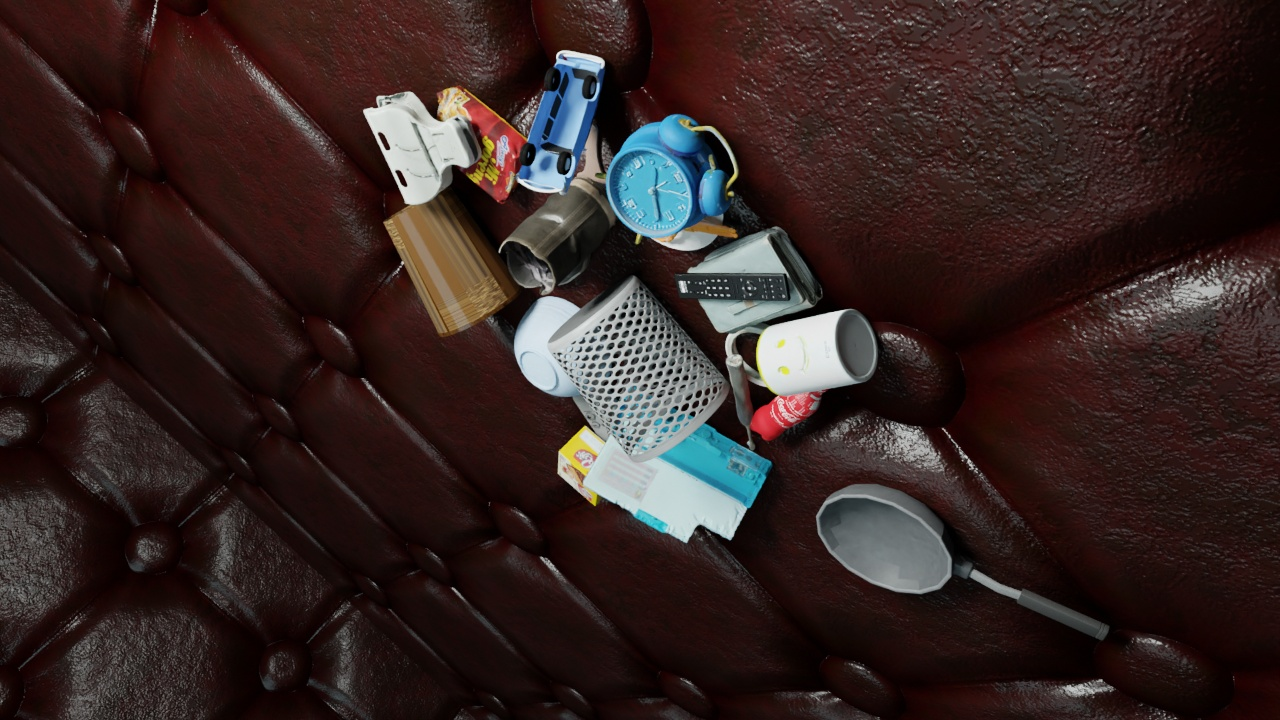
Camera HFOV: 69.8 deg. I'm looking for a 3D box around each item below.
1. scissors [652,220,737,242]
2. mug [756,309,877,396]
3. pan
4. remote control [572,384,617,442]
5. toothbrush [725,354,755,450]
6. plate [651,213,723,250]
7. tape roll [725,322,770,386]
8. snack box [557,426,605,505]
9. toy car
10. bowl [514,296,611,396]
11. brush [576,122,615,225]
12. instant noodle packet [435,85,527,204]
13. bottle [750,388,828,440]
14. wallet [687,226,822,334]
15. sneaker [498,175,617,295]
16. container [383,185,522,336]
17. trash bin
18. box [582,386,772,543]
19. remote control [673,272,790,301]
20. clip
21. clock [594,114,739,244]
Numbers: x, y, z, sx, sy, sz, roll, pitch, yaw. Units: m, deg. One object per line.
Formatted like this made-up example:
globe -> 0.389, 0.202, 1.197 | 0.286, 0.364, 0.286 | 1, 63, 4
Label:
scissors -> 0.052, -0.154, 1.015 | 0.129, 0.013, 0.065 | 14, 137, 32
mug -> 0.193, -0.007, 1.006 | 0.106, 0.082, 0.082 | -13, 119, 47
pan -> 0.392, 0.253, 1.139 | 0.357, 0.041, 0.179 | 22, 140, 23
remote control -> -0.045, 0.096, 1.376 | 0.074, 0.019, 0.151 | -7, 123, 45
toothbrush -> 0.133, 0.060, 1.168 | 0.024, 0.022, 0.186 | 52, 167, 42
plate -> 0.034, -0.182, 1.021 | 0.135, 0.011, 0.135 | 24, 141, 21
tape roll -> 0.146, -0.007, 1.106 | 0.093, 0.013, 0.093 | 24, 140, 21
snack box -> -0.078, 0.165, 1.420 | 0.083, 0.061, 0.106 | 39, 157, 13
toy car -> -0.081, -0.246, 0.961 | 0.056, 0.153, 0.054 | 17, 176, 16
bowl -> -0.121, -0.006, 1.280 | 0.151, 0.074, 0.151 | 25, 138, 24
brush -> -0.056, -0.214, 1.064 | 0.050, 0.015, 0.136 | 22, 140, 24
instant noodle packet -> -0.196, -0.263, 1.119 | 0.135, 0.039, 0.099 | 39, 137, 2
bottle -> 0.184, 0.057, 1.115 | 0.042, 0.041, 0.142 | 42, 144, -3
wallet -> 0.125, -0.085, 1.016 | 0.132, 0.054, 0.100 | -23, 113, 45
sneaker -> -0.117, -0.126, 1.115 | 0.095, 0.119, 0.235 | 47, 156, -9
container -> -0.257, -0.137, 1.236 | 0.132, 0.131, 0.167 | -9, 116, 46
trash bin -> -0.007, 0.007, 1.139 | 0.183, 0.156, 0.157 | 51, 142, -11
box -> 0.054, 0.152, 1.291 | 0.227, 0.084, 0.172 | 28, 109, 11
remote control -> 0.098, -0.081, 0.997 | 0.140, 0.009, 0.030 | 4, 119, 37
clip -> -0.267, -0.250, 1.095 | 0.152, 0.104, 0.126 | 18, 138, 44
clock -> 0.033, -0.191, 0.949 | 0.162, 0.060, 0.117 | -22, 107, 42
